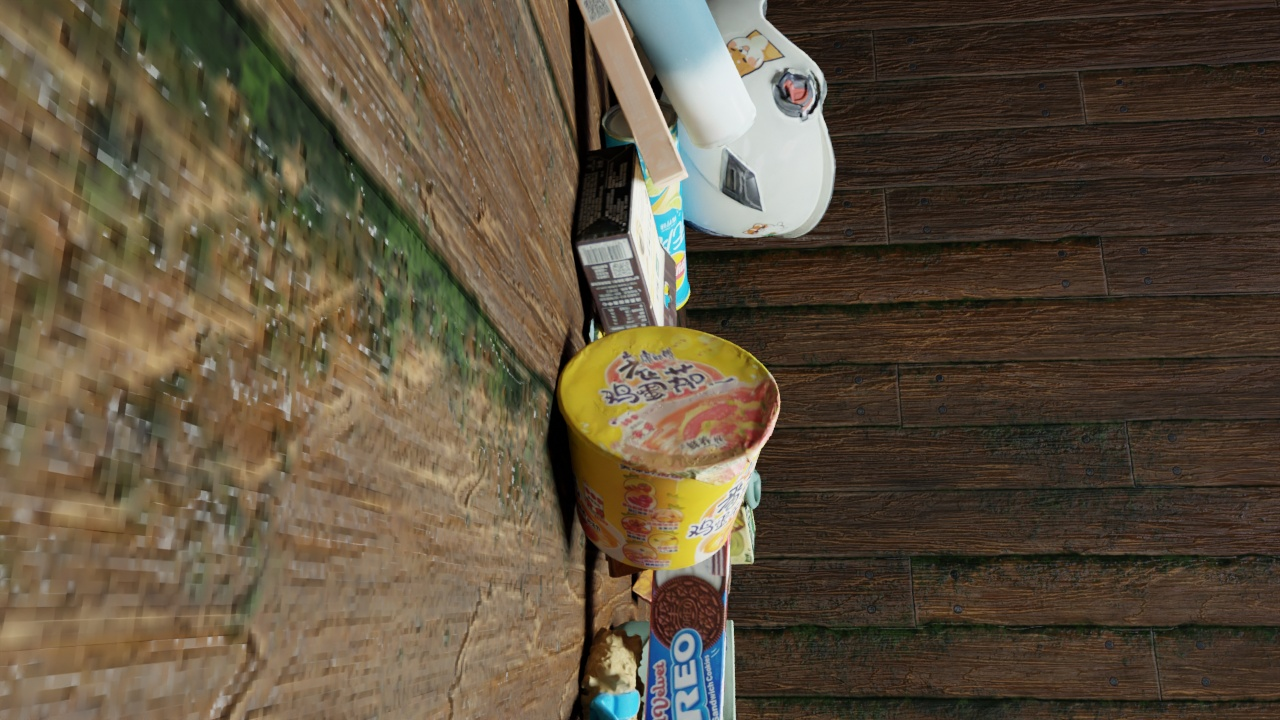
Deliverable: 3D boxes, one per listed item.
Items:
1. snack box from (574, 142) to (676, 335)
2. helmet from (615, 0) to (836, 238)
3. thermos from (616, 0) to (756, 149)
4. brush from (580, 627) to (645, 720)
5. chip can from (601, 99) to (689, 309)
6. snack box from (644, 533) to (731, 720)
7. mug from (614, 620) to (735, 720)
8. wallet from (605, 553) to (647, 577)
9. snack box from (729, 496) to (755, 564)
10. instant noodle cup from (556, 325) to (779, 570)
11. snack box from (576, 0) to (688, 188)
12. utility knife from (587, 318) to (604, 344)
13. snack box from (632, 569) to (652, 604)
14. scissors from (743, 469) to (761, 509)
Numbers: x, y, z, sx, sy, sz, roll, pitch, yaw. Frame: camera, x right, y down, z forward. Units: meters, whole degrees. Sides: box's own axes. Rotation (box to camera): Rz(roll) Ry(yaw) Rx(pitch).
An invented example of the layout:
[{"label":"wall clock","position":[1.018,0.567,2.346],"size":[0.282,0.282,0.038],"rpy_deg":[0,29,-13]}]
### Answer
[{"label":"snack box","position":[-0.008,-0.083,0.710],"size":[0.126,0.053,0.113],"rpy_deg":[74,13,-44]},{"label":"helmet","position":[0.065,-0.241,0.934],"size":[0.274,0.156,0.231],"rpy_deg":[70,-24,6]},{"label":"thermos","position":[0.024,-0.277,0.747],"size":[0.220,0.070,0.070],"rpy_deg":[54,26,-38]},{"label":"brush","position":[-0.017,0.225,0.577],"size":[0.255,0.046,0.083],"rpy_deg":[97,-4,-83]},{"label":"chip can","position":[0.008,-0.143,0.891],"size":[0.211,0.071,0.071],"rpy_deg":[83,8,-45]},{"label":"snack box","position":[0.035,0.198,0.663],"size":[0.058,0.057,0.207],"rpy_deg":[55,38,-79]},{"label":"mug","position":[0.028,0.278,0.785],"size":[0.082,0.106,0.111],"rpy_deg":[84,7,-51]},{"label":"wallet","position":[0.005,0.096,0.720],"size":[0.107,0.031,0.131],"rpy_deg":[-3,84,-45]},{"label":"snack box","position":[0.073,0.153,1.140],"size":[0.063,0.114,0.240],"rpy_deg":[-76,158,-52]},{"label":"instant noodle cup","position":[0.013,0.061,0.596],"size":[0.137,0.138,0.110],"rpy_deg":[-85,180,-53]},{"label":"snack box","position":[-0.006,-0.207,0.692],"size":[0.084,0.026,0.157],"rpy_deg":[-63,131,-80]},{"label":"utility knife","position":[-0.027,0.008,0.755],"size":[0.171,0.015,0.033],"rpy_deg":[76,11,-67]},{"label":"snack box","position":[0.046,0.203,1.039],"size":[0.155,0.027,0.077],"rpy_deg":[-56,164,-13]},{"label":"scissors","position":[0.128,0.116,1.095],"size":[0.169,0.019,0.181],"rpy_deg":[-76,159,-57]}]
